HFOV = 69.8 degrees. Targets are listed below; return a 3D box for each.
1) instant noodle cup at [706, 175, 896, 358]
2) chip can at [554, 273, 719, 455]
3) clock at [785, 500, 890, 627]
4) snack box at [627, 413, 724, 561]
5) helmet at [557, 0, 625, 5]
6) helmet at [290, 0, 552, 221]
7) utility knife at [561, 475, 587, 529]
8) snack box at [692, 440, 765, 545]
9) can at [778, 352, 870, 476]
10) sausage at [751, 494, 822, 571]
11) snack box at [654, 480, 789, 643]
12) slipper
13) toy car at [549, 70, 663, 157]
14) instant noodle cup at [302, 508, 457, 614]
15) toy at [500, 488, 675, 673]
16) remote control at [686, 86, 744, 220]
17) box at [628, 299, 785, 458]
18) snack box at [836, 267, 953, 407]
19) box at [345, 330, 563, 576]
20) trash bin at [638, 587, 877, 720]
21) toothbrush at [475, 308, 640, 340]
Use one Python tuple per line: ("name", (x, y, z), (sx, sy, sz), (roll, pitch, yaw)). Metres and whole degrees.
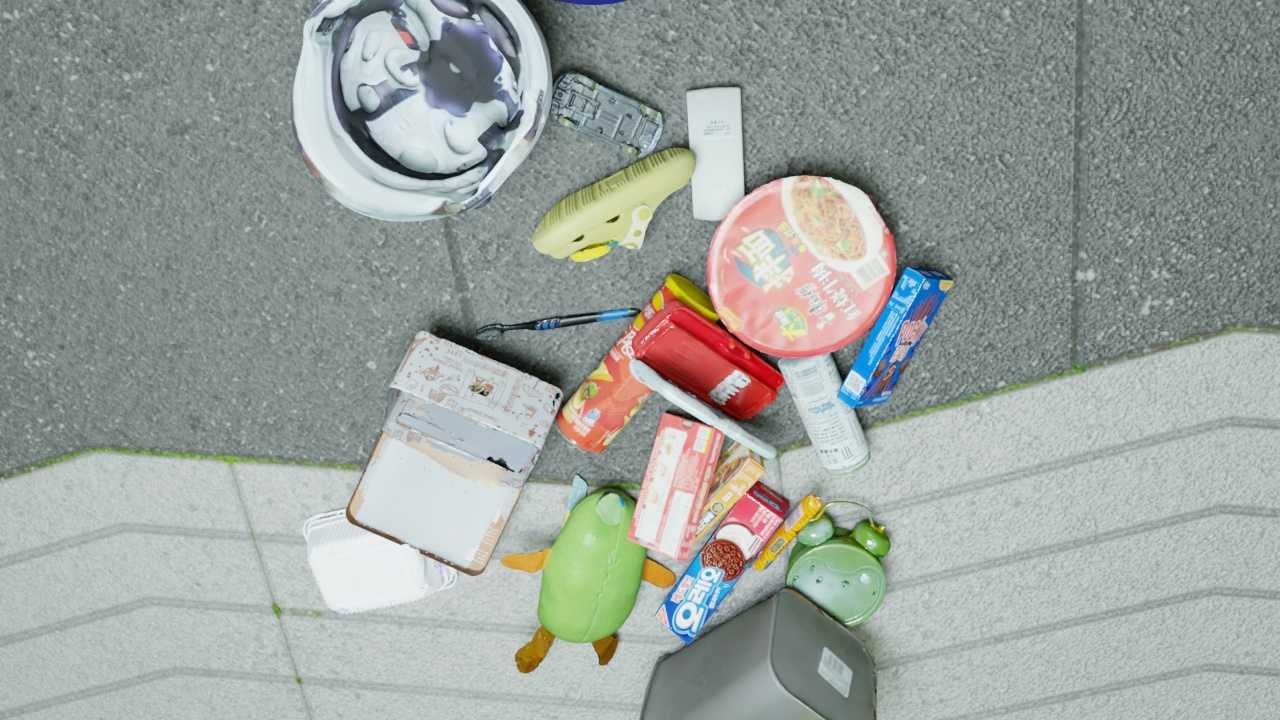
("instant noodle cup", (0.166, -0.102, 0.963), (0.194, 0.065, 0.194), (2, 111, 4))
("chip can", (-0.006, 0.006, 1.012), (0.073, 0.073, 0.217), (37, 109, -9))
("clock", (0.232, 0.239, 1.088), (0.116, 0.056, 0.161), (9, 110, 0))
("snack box", (0.039, 0.141, 1.034), (0.075, 0.025, 0.153), (14, 88, 40))
("helmet", (-0.037, -0.426, 0.772), (0.315, 0.246, 0.241), (12, 121, -13))
("helmet", (-0.198, -0.264, 0.888), (0.259, 0.145, 0.229), (-39, 102, 26))
("utility knife", (-0.091, 0.227, 1.131), (0.031, 0.020, 0.195), (11, 106, -7))
("snack box", (0.083, 0.156, 1.057), (0.026, 0.075, 0.154), (37, 108, -11))
("can", (0.205, 0.053, 1.020), (0.058, 0.058, 0.147), (-22, 108, 11))
("sausage", (0.169, 0.203, 1.071), (0.021, 0.021, 0.166), (24, 133, -5))
("snack box", (0.096, 0.241, 1.092), (0.058, 0.057, 0.208), (35, 109, 8))
("slipper", (-0.020, -0.149, 0.949), (0.191, 0.091, 0.081), (-27, 111, 12))
("toy car", (-0.035, -0.253, 0.939), (0.120, 0.036, 0.054), (21, 110, -14))
("instant noodle cup", (-0.327, 0.248, 1.130), (0.173, 0.060, 0.138), (-13, 108, 7))
("toy", (-0.059, 0.260, 1.097), (0.226, 0.090, 0.247), (11, 105, -28))
("remote control", (0.079, -0.213, 0.953), (0.056, 0.019, 0.135), (-3, 110, 5))
("box", (0.082, 0.031, 0.955), (0.095, 0.101, 0.201), (-45, 134, 15))
("snack box", (0.271, -0.023, 0.976), (0.026, 0.084, 0.157), (37, 114, 31))
("box", (-0.211, 0.104, 1.038), (0.179, 0.130, 0.273), (24, 120, -5))
("trash bin", (0.141, 0.401, 1.056), (0.198, 0.198, 0.220), (38, 120, -9))
("toothbrush", (-0.094, -0.041, 1.031), (0.189, 0.016, 0.014), (-7, 117, 6))
